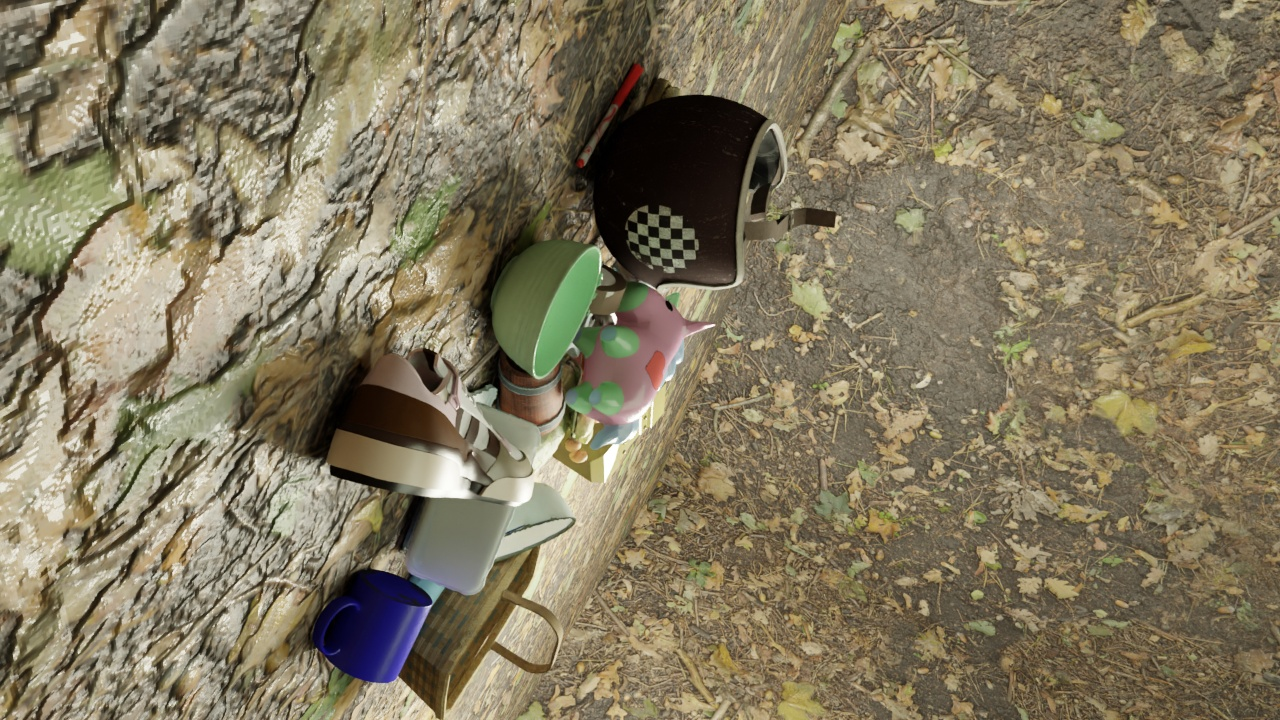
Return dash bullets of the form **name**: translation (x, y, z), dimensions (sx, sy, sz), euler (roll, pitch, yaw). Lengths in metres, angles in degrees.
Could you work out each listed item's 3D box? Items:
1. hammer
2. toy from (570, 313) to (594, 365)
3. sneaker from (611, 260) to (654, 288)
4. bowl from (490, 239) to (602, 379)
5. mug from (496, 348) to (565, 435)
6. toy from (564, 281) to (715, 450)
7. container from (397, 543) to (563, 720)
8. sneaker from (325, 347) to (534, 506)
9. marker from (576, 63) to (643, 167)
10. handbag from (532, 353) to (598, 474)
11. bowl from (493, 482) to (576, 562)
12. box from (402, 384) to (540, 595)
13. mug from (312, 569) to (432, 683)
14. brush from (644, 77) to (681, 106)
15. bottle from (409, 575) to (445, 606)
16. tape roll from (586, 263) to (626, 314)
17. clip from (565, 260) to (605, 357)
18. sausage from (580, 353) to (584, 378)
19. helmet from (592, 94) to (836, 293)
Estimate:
- **hammer**: translation (-0.045, 0.013, 1.295), dimensions (0.189, 0.101, 0.326), euler (-48, 158, -29)
- **toy**: translation (-0.075, -0.041, 1.334), dimensions (0.049, 0.030, 0.112), euler (-22, 143, -34)
- **sneaker**: translation (0.002, -0.136, 1.294), dimensions (0.160, 0.093, 0.257), euler (-42, -171, -12)
- **bowl**: translation (-0.105, -0.063, 0.948), dimensions (0.150, 0.077, 0.151), euler (-61, 171, -18)
- **mug**: translation (-0.125, 0.012, 1.076), dimensions (0.111, 0.081, 0.117), euler (97, 2, -53)
- **toy**: translation (-0.007, 0.007, 1.125), dimensions (0.171, 0.120, 0.222), euler (18, 76, -48)
- **container**: translation (-0.191, 0.337, 1.197), dimensions (0.249, 0.186, 0.158), euler (-56, 168, -44)
- **sneaker**: translation (-0.172, 0.060, 0.829), dimensions (0.293, 0.112, 0.116), euler (33, 69, -69)
- **marker**: translation (-0.034, -0.269, 1.005), dimensions (0.142, 0.013, 0.013), euler (-62, 171, -17)
- **handbag**: translation (-0.115, 0.087, 1.175), dimensions (0.186, 0.117, 0.113), euler (-61, 169, -24)
- **bowl**: translation (-0.161, 0.192, 1.121), dimensions (0.153, 0.073, 0.153), euler (-20, 162, -7)
- **box**: translation (-0.177, 0.141, 1.011), dimensions (0.129, 0.105, 0.211), euler (-45, 159, -74)
- **mug**: translation (-0.273, 0.262, 0.912), dimensions (0.111, 0.079, 0.083), euler (27, 88, -53)
- **brush**: translation (0.016, -0.268, 1.185), dimensions (0.059, 0.043, 0.196), euler (-53, 163, -50)
- **bottle**: translation (-0.277, 0.300, 1.070), dimensions (0.129, 0.040, 0.040), euler (-57, 168, -42)
- **tape roll**: translation (-0.065, -0.089, 1.057), dimensions (0.030, 0.094, 0.093), euler (-69, 170, 24)
- **clip**: translation (-0.079, -0.076, 1.229), dimensions (0.164, 0.031, 0.169), euler (-63, 172, 0)
- **sausage**: translation (-0.070, -0.014, 1.414), dimensions (0.044, 0.039, 0.164), euler (-41, 155, -61)
- **helmet**: translation (0.076, -0.190, 1.067), dimensions (0.234, 0.254, 0.232), euler (78, 30, -48)
